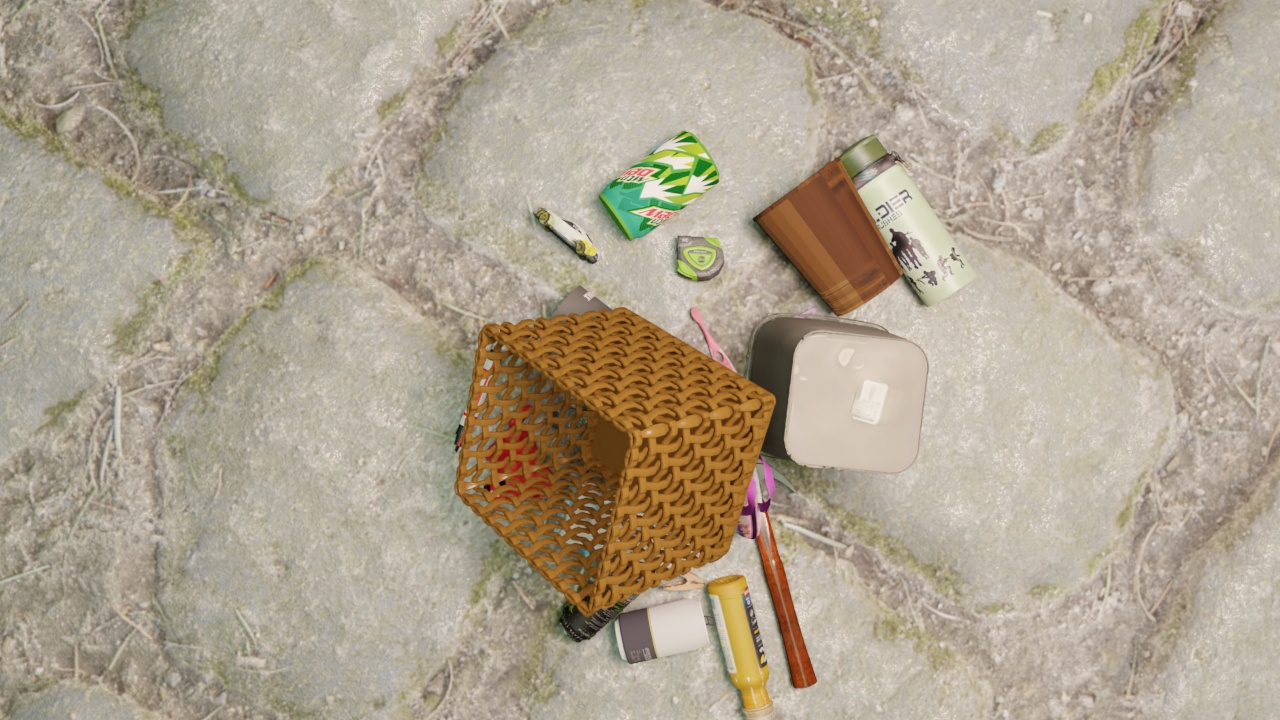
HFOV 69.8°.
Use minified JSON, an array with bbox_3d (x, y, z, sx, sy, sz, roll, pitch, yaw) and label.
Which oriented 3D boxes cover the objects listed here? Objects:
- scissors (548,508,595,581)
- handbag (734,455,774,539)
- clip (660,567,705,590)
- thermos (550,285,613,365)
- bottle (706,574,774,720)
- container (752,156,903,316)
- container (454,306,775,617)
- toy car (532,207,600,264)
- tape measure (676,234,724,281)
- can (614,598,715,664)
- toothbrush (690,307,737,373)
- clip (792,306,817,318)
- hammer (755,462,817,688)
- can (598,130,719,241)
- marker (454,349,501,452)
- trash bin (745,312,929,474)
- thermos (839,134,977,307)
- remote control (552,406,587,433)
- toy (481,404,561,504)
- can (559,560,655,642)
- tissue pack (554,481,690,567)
[{"bbox_3d":[-0.077,0.241,1.222,0.135,0.015,0.066,40,92,4],"label":"scissors"},{"bbox_3d":[0.126,0.146,1.111,0.068,0.170,0.144,-10,84,-6],"label":"handbag"},{"bbox_3d":[0.055,0.284,1.212,0.060,0.024,0.039,-3,90,-9],"label":"clip"},{"bbox_3d":[-0.007,0.007,1.193,0.240,0.082,0.082,37,89,2],"label":"thermos"},{"bbox_3d":[0.134,0.376,1.191,0.053,0.053,0.186,-14,88,0],"label":"bottle"},{"bbox_3d":[0.246,-0.153,1.178,0.132,0.132,0.167,-36,93,-1],"label":"container"},{"bbox_3d":[-0.034,0.095,1.017,0.252,0.213,0.220,33,120,37],"label":"container"},{"bbox_3d":[-0.096,-0.169,1.218,0.105,0.048,0.033,38,89,2],"label":"toy car"},{"bbox_3d":[0.079,-0.134,1.221,0.065,0.036,0.058,6,79,5],"label":"tape measure"},{"bbox_3d":[0.034,0.348,1.188,0.127,0.064,0.064,-13,88,0],"label":"can"},{"bbox_3d":[0.102,-0.012,1.226,0.021,0.016,0.135,-29,90,0],"label":"toothbrush"},{"bbox_3d":[0.220,-0.050,1.226,0.052,0.014,0.041,-39,88,-3],"label":"clip"},{"bbox_3d":[0.178,0.281,1.207,0.111,0.028,0.300,-15,88,1],"label":"hammer"},{"bbox_3d":[0.024,-0.227,1.201,0.144,0.083,0.083,-36,88,0],"label":"can"},{"bbox_3d":[-0.219,0.055,1.227,0.019,0.019,0.145,22,88,2],"label":"marker"},{"bbox_3d":[0.236,0.042,1.111,0.197,0.220,0.197,6,92,0],"label":"trash bin"},{"bbox_3d":[0.343,-0.187,1.196,0.082,0.082,0.231,-34,87,-1],"label":"thermos"},{"bbox_3d":[-0.051,0.087,1.224,0.136,0.015,0.032,12,88,4],"label":"remote control"},{"bbox_3d":[-0.152,0.128,1.211,0.094,0.088,0.132,18,66,-30],"label":"toy"},{"bbox_3d":[-0.042,0.305,1.189,0.138,0.054,0.054,-43,88,7],"label":"can"},{"bbox_3d":[-0.016,0.208,1.170,0.182,0.112,0.070,15,96,1],"label":"tissue pack"}]
